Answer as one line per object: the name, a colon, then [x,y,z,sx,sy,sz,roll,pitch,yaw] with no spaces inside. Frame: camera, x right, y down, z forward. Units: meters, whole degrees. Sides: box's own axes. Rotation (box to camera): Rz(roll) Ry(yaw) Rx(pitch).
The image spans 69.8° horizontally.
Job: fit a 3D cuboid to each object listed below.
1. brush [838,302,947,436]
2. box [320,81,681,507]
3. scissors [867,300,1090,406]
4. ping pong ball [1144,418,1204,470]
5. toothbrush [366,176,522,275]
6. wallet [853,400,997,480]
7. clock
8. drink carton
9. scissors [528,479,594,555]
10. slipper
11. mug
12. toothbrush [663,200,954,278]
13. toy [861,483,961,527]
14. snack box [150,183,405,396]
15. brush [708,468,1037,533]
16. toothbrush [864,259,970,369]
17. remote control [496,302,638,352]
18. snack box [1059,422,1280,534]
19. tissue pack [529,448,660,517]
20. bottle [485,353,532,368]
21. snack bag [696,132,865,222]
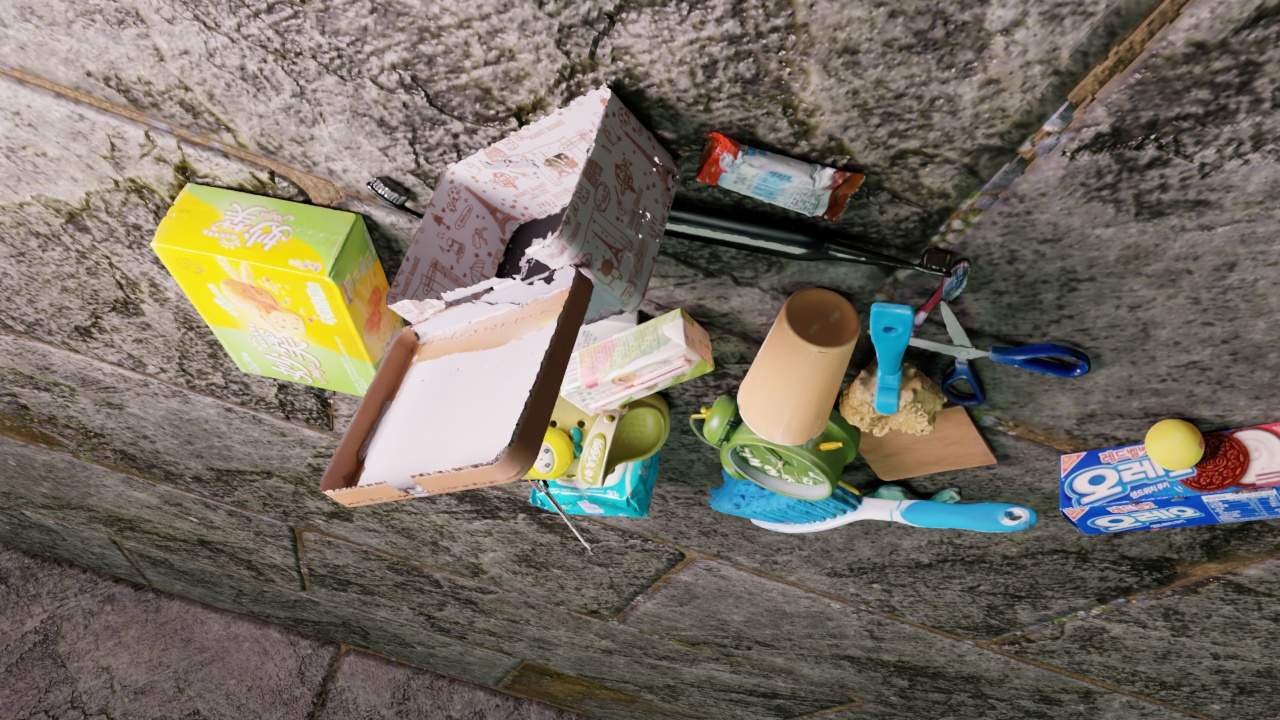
brush: [0.179,0.010,0.653,0.083,0.045,0.254,8,166,17]
box: [-0.089,-0.030,0.569,0.177,0.259,0.082,-14,137,40]
scissors: [0.254,-0.002,0.690,0.174,0.012,0.162,3,154,9]
ping pong ball: [0.417,0.066,0.717,0.040,0.040,0.040,11,150,6]
toothbrush: [-0.128,-0.093,0.726,0.189,0.014,0.016,29,123,-24]
wallet: [0.249,0.072,0.827,0.115,0.020,0.101,-12,140,33]
clock: [0.119,0.075,0.838,0.161,0.056,0.116,11,150,31]
drink carton: [-0.005,0.004,0.764,0.123,0.045,0.053,-21,147,22]
scissors: [-0.103,0.114,0.920,0.234,0.021,0.148,51,171,14]
slipper: [-0.047,0.069,0.833,0.190,0.092,0.081,-2,-157,-28]
mug: [0.125,0.002,0.717,0.078,0.078,0.123,14,144,2]
toothbrush: [0.107,-0.082,0.628,0.213,0.027,0.026,11,-166,5]
toy: [0.273,0.145,0.928,0.092,0.030,0.097,21,142,-19]
snack box: [-0.305,-0.053,0.815,0.158,0.069,0.210,11,149,6]
brush: [0.208,0.137,0.887,0.109,0.060,0.315,34,152,-29]
toothbrush: [0.203,-0.017,0.698,0.016,0.017,0.188,16,149,-2]
remote control: [-0.071,-0.030,0.774,0.135,0.019,0.056,7,149,-8]
snack box: [0.449,0.097,0.739,0.208,0.058,0.057,-18,137,43]
tissue pack: [-0.046,0.110,0.947,0.134,0.093,0.050,-2,150,26]
bottle: [-0.112,0.024,0.865,0.068,0.068,0.197,-5,141,30]
snack bag: [0.085,-0.115,0.580,0.105,0.026,0.045,17,141,-4]
